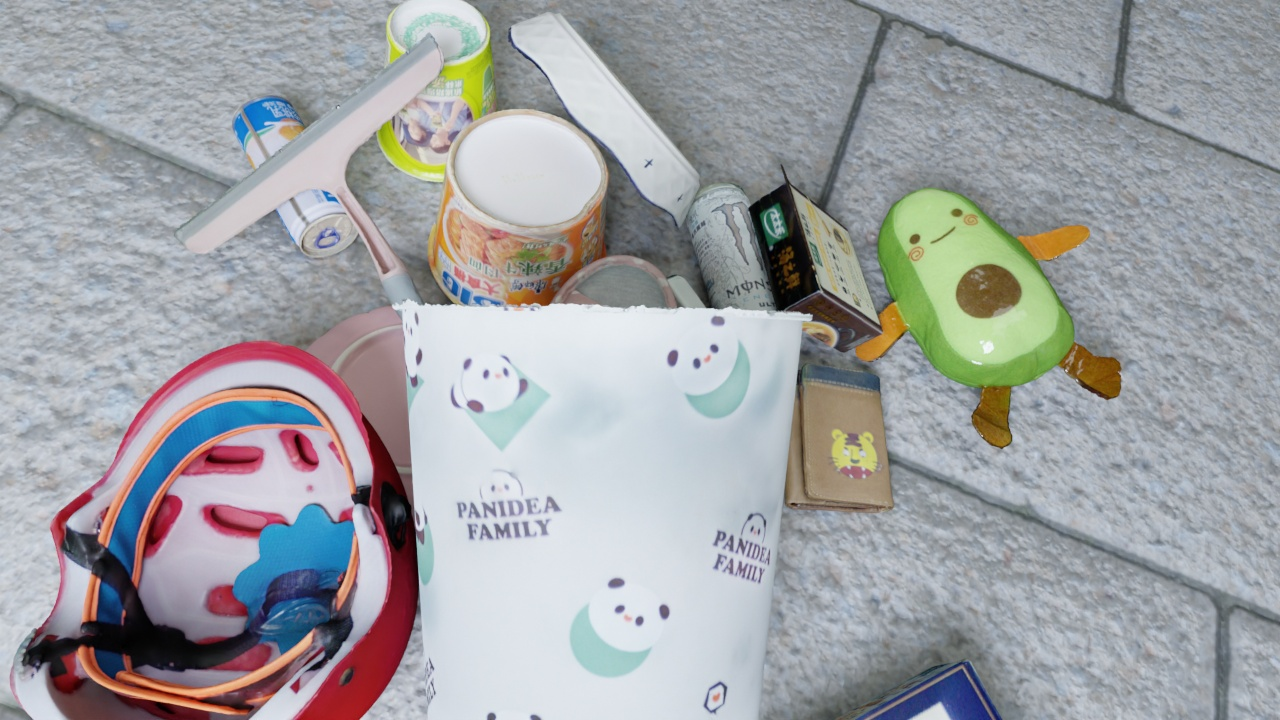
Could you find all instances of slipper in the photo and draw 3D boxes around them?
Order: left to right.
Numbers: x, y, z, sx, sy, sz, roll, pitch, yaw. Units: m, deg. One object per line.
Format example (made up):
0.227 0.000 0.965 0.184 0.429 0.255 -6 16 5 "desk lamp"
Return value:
-0.031 0.046 0.655 0.114 0.055 0.274 17 71 -11 "slipper"

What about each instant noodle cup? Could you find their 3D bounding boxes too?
-0.168 -0.232 0.770 0.111 0.124 0.111 5 60 -9 "instant noodle cup"
-0.093 -0.118 0.729 0.151 0.112 0.151 5 61 -9 "instant noodle cup"

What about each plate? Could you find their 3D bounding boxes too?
-0.166 0.034 0.668 0.192 0.039 0.192 6 59 -10 "plate"
-0.023 -0.201 0.747 0.045 0.204 0.205 -40 72 10 "plate"

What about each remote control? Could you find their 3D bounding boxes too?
0.054 -0.009 0.734 0.024 0.049 0.125 -26 69 -20 "remote control"

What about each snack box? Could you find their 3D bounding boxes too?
0.141 -0.081 0.753 0.125 0.053 0.113 23 46 -44 "snack box"
0.165 0.299 0.543 0.182 0.046 0.178 -18 68 -22 "snack box"

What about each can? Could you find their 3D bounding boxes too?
-0.279 -0.149 0.741 0.053 0.053 0.134 -25 69 -23 "can"
0.081 -0.076 0.772 0.058 0.058 0.146 -6 63 -15 "can"

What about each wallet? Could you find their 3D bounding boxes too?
0.152 0.062 0.727 0.090 0.033 0.115 6 64 -10 "wallet"

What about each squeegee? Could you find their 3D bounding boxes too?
-0.183 -0.064 0.664 0.248 0.040 0.249 -35 76 6 "squeegee"

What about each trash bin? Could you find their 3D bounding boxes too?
-0.024 0.095 0.519 0.229 0.230 0.252 1 93 -11 "trash bin"

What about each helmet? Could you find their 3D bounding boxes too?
-0.222 0.124 0.544 0.207 0.144 0.239 -6 59 11 "helmet"

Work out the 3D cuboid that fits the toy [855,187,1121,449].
0.286 -0.051 0.779 0.227 0.090 0.246 -27 66 -7 "toy"
